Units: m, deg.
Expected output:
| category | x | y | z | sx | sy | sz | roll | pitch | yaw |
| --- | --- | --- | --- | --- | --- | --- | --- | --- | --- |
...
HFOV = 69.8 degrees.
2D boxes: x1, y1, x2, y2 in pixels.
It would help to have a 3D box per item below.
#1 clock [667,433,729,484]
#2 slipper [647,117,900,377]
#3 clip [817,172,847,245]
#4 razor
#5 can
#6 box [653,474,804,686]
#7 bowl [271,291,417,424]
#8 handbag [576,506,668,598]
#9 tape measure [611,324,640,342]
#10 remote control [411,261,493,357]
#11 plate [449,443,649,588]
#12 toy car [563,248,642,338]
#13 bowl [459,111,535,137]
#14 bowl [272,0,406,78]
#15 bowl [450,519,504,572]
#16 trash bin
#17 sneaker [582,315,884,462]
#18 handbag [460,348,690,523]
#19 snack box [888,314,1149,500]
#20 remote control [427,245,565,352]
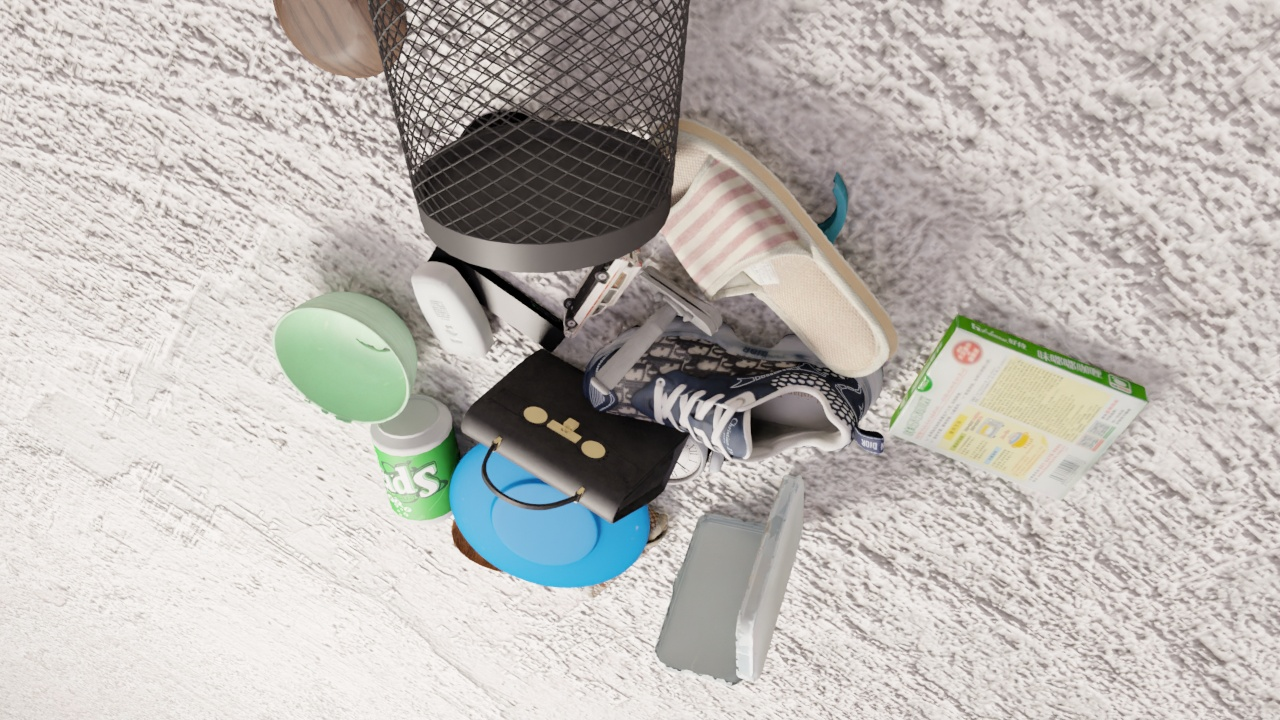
| category | x | y | z | sx | sy | sz | roll | pitch | yaw |
| --- | --- | --- | --- | --- | --- | --- | --- | --- | --- |
| clock | 0.037 | 0.084 | 0.935 | 0.123 | 0.035 | 0.094 | -6 | 125 | 25 |
| slipper | 0.093 | -0.079 | 0.734 | 0.263 | 0.052 | 0.115 | 44 | 147 | -1 |
| clip | 0.146 | -0.106 | 0.750 | 0.122 | 0.033 | 0.120 | 33 | 127 | -7 |
| razor | 0.002 | -0.018 | 0.795 | 0.088 | 0.116 | 0.047 | 39 | 175 | 45 |
| can | -0.246 | 0.112 | 1.026 | 0.088 | 0.087 | 0.140 | 9 | 130 | 13 |
| box | 0.092 | 0.203 | 0.897 | 0.129 | 0.209 | 0.105 | 6 | 127 | 14 |
| bowl | -0.293 | -0.013 | 0.948 | 0.151 | 0.076 | 0.151 | 10 | 130 | 12 |
| handbag | -0.062 | 0.205 | 1.062 | 0.124 | 0.046 | 0.186 | 34 | 131 | -7 |
| tape measure | -0.005 | 0.005 | 0.890 | 0.059 | 0.030 | 0.068 | -29 | 111 | 35 |
| remote control | -0.184 | -0.049 | 0.899 | 0.060 | 0.028 | 0.114 | 9 | 141 | 26 |
| plate | -0.102 | 0.173 | 0.999 | 0.224 | 0.024 | 0.225 | 5 | 123 | 8 |
| toy car | -0.036 | -0.066 | 0.842 | 0.039 | 0.039 | 0.113 | 16 | 136 | -22 |
| bowl | -0.114 | -0.146 | 0.792 | 0.124 | 0.052 | 0.124 | 10 | 130 | 12 |
| bowl | -0.252 | -0.282 | 0.745 | 0.119 | 0.032 | 0.119 | 10 | 130 | 12 |
| bowl | -0.166 | 0.198 | 1.066 | 0.102 | 0.026 | 0.114 | 24 | 129 | -3 |
| trash bin | -0.071 | -0.206 | 0.618 | 0.218 | 0.217 | 0.228 | 10 | 130 | 12 |
| sneaker | 0.076 | 0.037 | 0.799 | 0.269 | 0.132 | 0.103 | 3 | 119 | 9 |
| handbag | -0.077 | 0.085 | 0.837 | 0.176 | 0.195 | 0.072 | 29 | 115 | 14 |
| snack box | 0.325 | 0.044 | 0.804 | 0.168 | 0.027 | 0.132 | 22 | 131 | 3 |
| remote control | -0.138 | -0.063 | 0.894 | 0.150 | 0.013 | 0.035 | 35 | 135 | -10 |
